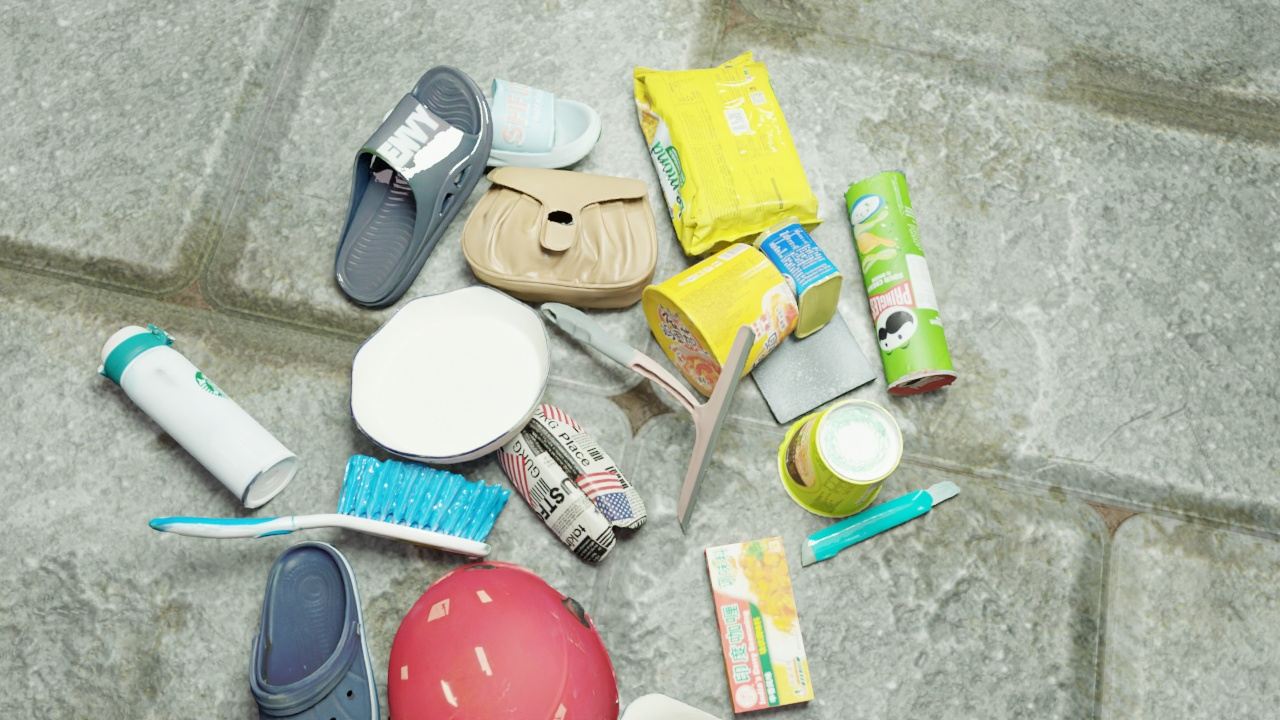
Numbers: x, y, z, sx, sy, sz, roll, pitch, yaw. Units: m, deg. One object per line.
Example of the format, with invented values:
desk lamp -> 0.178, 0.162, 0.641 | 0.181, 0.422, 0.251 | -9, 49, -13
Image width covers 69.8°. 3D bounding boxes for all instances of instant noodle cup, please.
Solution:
instant noodle cup -> 0.084, -0.045, 0.930 | 0.109, 0.138, 0.138 | -35, 77, -16
instant noodle cup -> 0.199, 0.089, 0.895 | 0.111, 0.123, 0.111 | 0, 73, -1

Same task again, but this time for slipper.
slipper -> -0.301, 0.288, 0.839 | 0.105, 0.095, 0.252 | -6, 69, -1
slipper -> -0.243, -0.176, 0.944 | 0.111, 0.083, 0.268 | 30, 98, 7
slipper -> -0.165, -0.267, 1.010 | 0.245, 0.074, 0.103 | 0, 48, 1

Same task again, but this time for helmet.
helmet -> -0.133, 0.291, 0.818 | 0.207, 0.144, 0.240 | -30, 75, -8

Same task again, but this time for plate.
plate -> -0.187, 0.017, 0.922 | 0.205, 0.046, 0.204 | -4, 55, 6
plate -> 0.038, 0.406, 0.840 | 0.163, 0.034, 0.164 | 23, 73, 6

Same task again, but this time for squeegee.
squeegee -> -0.005, 0.005, 0.917 | 0.249, 0.248, 0.040 | 36, 41, 26

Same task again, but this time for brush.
brush -> -0.288, 0.140, 0.875 | 0.314, 0.061, 0.109 | 14, 73, -10

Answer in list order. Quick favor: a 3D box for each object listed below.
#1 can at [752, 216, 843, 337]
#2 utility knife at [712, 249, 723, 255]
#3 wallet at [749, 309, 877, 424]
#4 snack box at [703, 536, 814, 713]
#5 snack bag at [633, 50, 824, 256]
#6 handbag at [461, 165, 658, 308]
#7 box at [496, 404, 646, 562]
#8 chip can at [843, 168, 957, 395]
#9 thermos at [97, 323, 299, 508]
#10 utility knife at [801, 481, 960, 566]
can -> 0.162, -0.084, 0.950 | 0.057, 0.102, 0.083 | -28, 62, -10
utility knife -> 0.080, -0.161, 1.026 | 0.033, 0.015, 0.202 | -16, 74, -9
wallet -> 0.177, 0.003, 0.978 | 0.120, 0.019, 0.097 | -25, 73, -7
snack box -> 0.114, 0.255, 0.892 | 0.077, 0.027, 0.155 | -9, 73, -3
snack bag -> 0.096, -0.233, 1.011 | 0.158, 0.068, 0.246 | -12, 69, -13
handbag -> -0.082, -0.135, 0.970 | 0.204, 0.100, 0.147 | 6, 71, 0
box -> -0.067, 0.119, 0.925 | 0.162, 0.076, 0.086 | 47, 46, 15
chip can -> 0.275, -0.084, 0.979 | 0.072, 0.072, 0.235 | -7, 73, -4
thermos -> -0.445, 0.049, 0.922 | 0.224, 0.073, 0.073 | 39, 76, 10
utility knife -> 0.243, 0.163, 0.931 | 0.182, 0.013, 0.029 | -21, 78, -6
